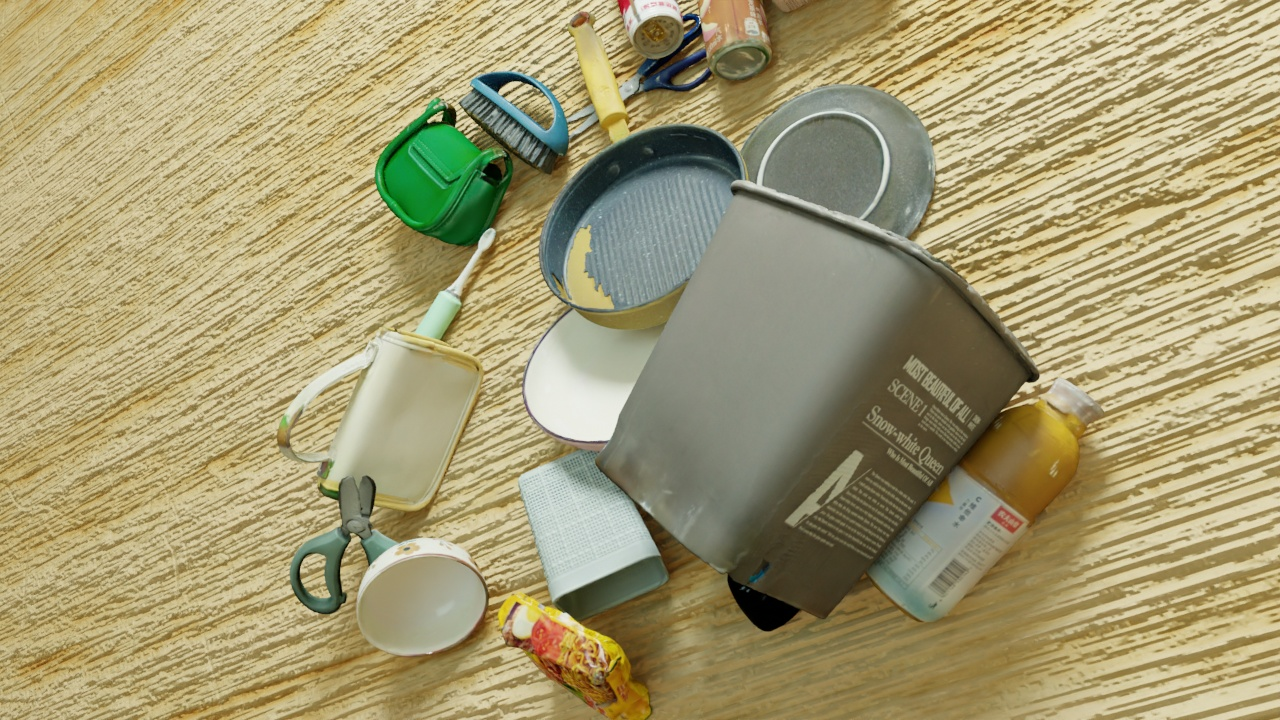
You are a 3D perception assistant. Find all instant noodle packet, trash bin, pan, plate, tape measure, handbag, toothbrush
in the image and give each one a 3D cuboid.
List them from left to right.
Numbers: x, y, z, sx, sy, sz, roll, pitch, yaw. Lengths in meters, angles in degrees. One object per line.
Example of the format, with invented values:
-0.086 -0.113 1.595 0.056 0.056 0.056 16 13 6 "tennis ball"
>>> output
-0.245 0.047 0.840 0.063 0.178 0.163 23 90 36 "handbag"
-0.208 -0.038 0.928 0.026 0.027 0.224 32 95 -7 "toothbrush"
-0.200 -0.190 0.934 0.131 0.068 0.120 43 106 31 "handbag"
-0.050 0.236 0.719 0.111 0.128 0.044 22 64 28 "instant noodle packet"
-0.016 -0.187 0.826 0.198 0.078 0.356 -24 51 15 "pan"
-0.005 0.004 0.768 0.193 0.039 0.192 -15 43 14 "plate"
0.095 0.172 0.693 0.039 0.058 0.057 -38 21 11 "tape measure"
0.107 0.031 0.616 0.220 0.199 0.199 -57 41 0 "trash bin"
0.152 -0.151 0.763 0.180 0.024 0.179 -7 74 26 "plate"

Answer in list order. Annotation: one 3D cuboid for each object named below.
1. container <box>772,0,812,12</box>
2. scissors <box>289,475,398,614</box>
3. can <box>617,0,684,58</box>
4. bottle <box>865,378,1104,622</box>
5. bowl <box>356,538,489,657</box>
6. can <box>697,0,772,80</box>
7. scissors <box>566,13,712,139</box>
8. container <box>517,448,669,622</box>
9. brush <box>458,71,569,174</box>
0.149 -0.370 0.785 0.111 0.090 0.089 -22 68 25 "container"
-0.274 0.170 0.835 0.143 0.180 0.019 -4 33 -5 "scissors"
0.003 -0.349 0.866 0.053 0.053 0.132 -26 58 20 "can"
0.236 0.094 0.630 0.190 0.068 0.068 -50 60 9 "bottle"
-0.197 0.203 0.824 0.113 0.113 0.062 -50 29 9 "bowl"
0.080 -0.329 0.828 0.058 0.058 0.147 -16 70 24 "can"
-0.005 -0.276 0.888 0.173 0.012 0.132 4 81 30 "scissors"
-0.041 0.137 0.748 0.090 0.090 0.111 -23 63 -4 "container"
-0.120 -0.247 0.917 0.144 0.055 0.073 43 100 30 "brush"
